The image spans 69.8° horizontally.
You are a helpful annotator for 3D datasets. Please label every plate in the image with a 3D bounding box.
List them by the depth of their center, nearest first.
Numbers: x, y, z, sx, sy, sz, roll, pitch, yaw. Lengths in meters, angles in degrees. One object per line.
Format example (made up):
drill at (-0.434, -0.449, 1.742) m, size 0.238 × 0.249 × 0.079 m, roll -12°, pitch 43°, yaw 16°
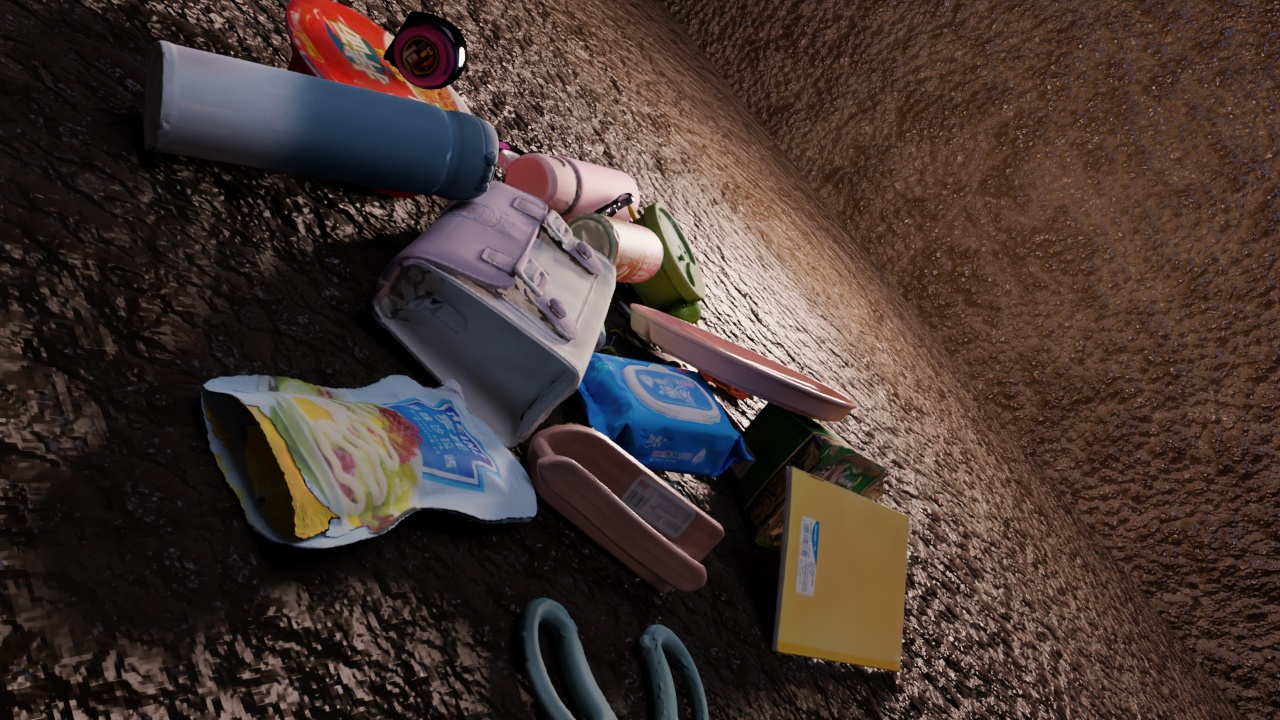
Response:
plate at (0.091, 0.004, 0.858) m, size 0.229 × 0.028 × 0.229 m, roll 24°, pitch 5°, yaw -3°

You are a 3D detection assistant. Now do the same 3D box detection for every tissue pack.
tissue pack at (0.017, 0.042, 0.735) m, size 0.157 × 0.052 × 0.095 m, roll 12°, pitch 32°, yaw -37°

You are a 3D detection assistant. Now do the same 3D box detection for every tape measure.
tape measure at (-0.168, -0.247, 0.735) m, size 0.058 × 0.057 × 0.039 m, roll 36°, pitch 23°, yaw -8°

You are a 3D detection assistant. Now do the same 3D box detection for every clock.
clock at (0.029, -0.095, 1.002) m, size 0.161 × 0.056 × 0.116 m, roll 58°, pitch 18°, yaw -22°

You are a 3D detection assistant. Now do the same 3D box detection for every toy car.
toy car at (-0.005, 0.005, 0.825) m, size 0.106 × 0.031 × 0.049 m, roll 30°, pitch 23°, yaw -7°

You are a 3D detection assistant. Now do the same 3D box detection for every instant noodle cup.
instant noodle cup at (-0.212, -0.198, 0.737) m, size 0.194 × 0.066 × 0.193 m, roll 38°, pitch 24°, yaw -20°

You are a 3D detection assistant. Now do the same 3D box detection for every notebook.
notebook at (0.177, 0.184, 0.784) m, size 0.206 × 0.010 × 0.145 m, roll 25°, pitch 67°, yaw -44°

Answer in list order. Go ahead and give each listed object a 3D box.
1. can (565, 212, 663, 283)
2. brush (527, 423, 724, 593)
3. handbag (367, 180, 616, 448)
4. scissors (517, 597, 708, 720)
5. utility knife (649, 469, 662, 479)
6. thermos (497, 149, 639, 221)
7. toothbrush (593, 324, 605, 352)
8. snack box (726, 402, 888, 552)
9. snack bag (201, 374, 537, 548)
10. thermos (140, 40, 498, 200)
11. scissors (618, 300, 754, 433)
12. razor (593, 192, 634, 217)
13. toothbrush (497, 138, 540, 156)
can at (-0.025, -0.103, 0.855) m, size 0.058 × 0.058 × 0.147 m, roll 51°, pitch 16°, yaw 9°
brush at (-0.014, 0.095, 0.605) m, size 0.145 × 0.063 × 0.073 m, roll 41°, pitch 10°, yaw -19°
handbag at (-0.099, -0.050, 0.665) m, size 0.145 × 0.099 × 0.196 m, roll 37°, pitch 23°, yaw -12°
scissors at (-0.014, 0.194, 0.502) m, size 0.178 × 0.019 × 0.172 m, roll 41°, pitch 24°, yaw -20°
utility knife at (0.009, 0.081, 0.741) m, size 0.033 × 0.015 × 0.154 m, roll 39°, pitch 23°, yaw -14°
thermos at (-0.078, -0.185, 0.977) m, size 0.087 × 0.067 × 0.198 m, roll 39°, pitch 19°, yaw 17°
toothbrush at (-0.052, -0.069, 0.864) m, size 0.026 × 0.027 × 0.224 m, roll -1°, pitch 28°, yaw -5°
snack box at (0.143, 0.103, 0.850) m, size 0.117 × 0.118 × 0.105 m, roll 27°, pitch 17°, yaw -43°
snack bag at (-0.134, 0.050, 0.498) m, size 0.110 × 0.039 × 0.190 m, roll 44°, pitch 18°, yaw 22°
thermos at (-0.197, -0.148, 0.595) m, size 0.220 × 0.070 × 0.070 m, roll 3°, pitch 46°, yaw -37°
scissors at (0.058, 0.016, 0.948) m, size 0.222 × 0.015 × 0.188 m, roll 48°, pitch 21°, yaw 0°
razor at (-0.040, -0.146, 0.944) m, size 0.142 × 0.043 × 0.022 m, roll -51°, pitch 140°, yaw -49°
toothbrush at (-0.154, -0.233, 0.979) m, size 0.018 × 0.014 × 0.189 m, roll 46°, pitch 19°, yaw 23°
